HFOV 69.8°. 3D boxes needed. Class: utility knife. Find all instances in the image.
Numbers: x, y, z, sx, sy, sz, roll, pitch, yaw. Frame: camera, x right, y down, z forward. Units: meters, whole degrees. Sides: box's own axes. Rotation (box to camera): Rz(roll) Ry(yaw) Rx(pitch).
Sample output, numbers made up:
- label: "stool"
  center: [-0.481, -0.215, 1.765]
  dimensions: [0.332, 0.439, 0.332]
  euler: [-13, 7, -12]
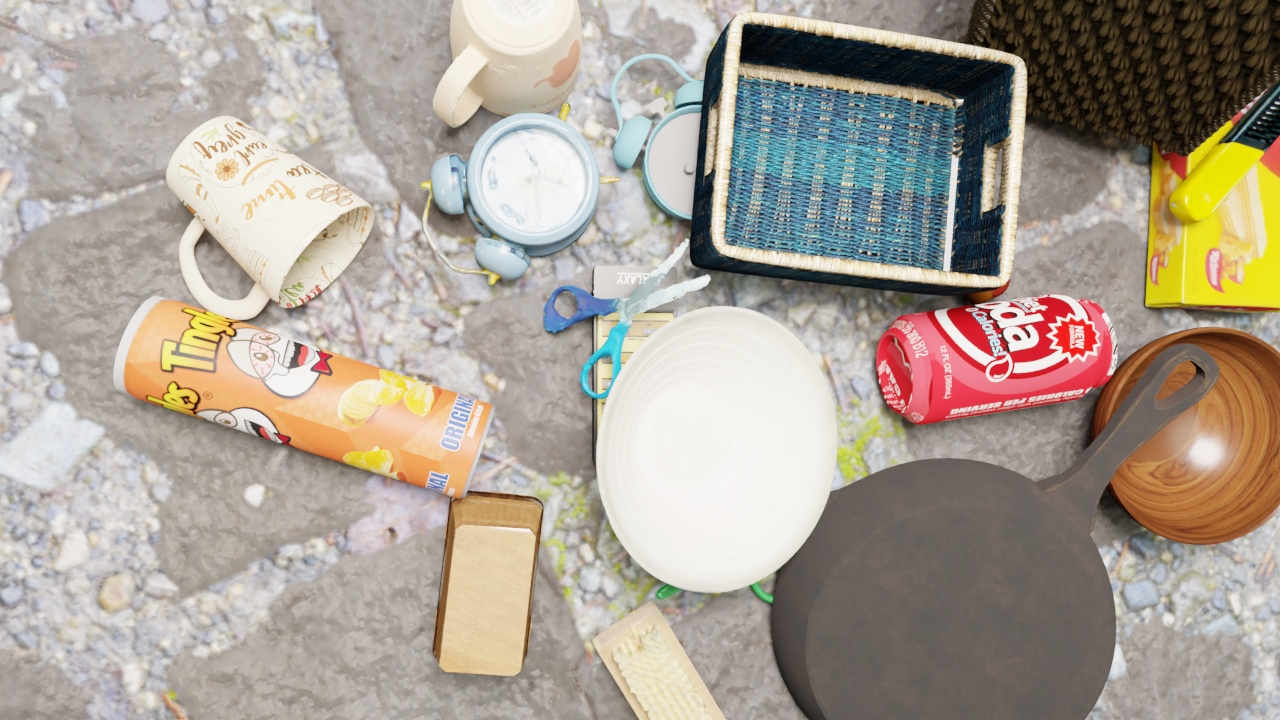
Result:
- label: "utility knife"
  center: [0.428, -0.161, 0.634]
  dimensions: [0.029, 0.020, 0.171]
  euler: [45, 86, -8]

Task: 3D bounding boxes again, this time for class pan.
- label: "pan"
  center: [0.245, 0.132, 0.595]
  dimensions: [0.248, 0.043, 0.356]
  euler: [40, 98, -4]

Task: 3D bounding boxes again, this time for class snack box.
- label: "snack box"
  center: [0.424, -0.137, 0.666]
  dimensions: [0.092, 0.042, 0.200]
  euler: [3, 90, -9]

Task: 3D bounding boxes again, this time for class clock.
- label: "clock"
  center: [0.027, -0.145, 0.605]
  dimensions: [0.087, 0.042, 0.123]
  euler: [-33, 97, -7]
- label: "clock"
  center: [-0.080, -0.104, 0.584]
  dimensions: [0.124, 0.052, 0.089]
  euler: [-35, 97, -7]

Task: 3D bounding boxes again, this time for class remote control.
- label: "remote control"
  center: [-0.004, 0.004, 0.616]
  dimensions: [0.058, 0.013, 0.133]
  euler: [-1, 91, -9]

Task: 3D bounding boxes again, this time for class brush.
- label: "brush"
  center: [0.019, 0.223, 0.609]
  dimensions: [0.049, 0.039, 0.117]
  euler: [-31, 96, -9]

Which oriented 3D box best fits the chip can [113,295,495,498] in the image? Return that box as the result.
- label: "chip can"
  center: [-0.199, 0.024, 0.562]
  dimensions: [0.210, 0.062, 0.062]
  euler: [19, 88, -8]

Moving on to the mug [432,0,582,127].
- label: "mug"
  center: [-0.084, -0.190, 0.556]
  dimensions: [0.085, 0.104, 0.111]
  euler: [40, 84, -6]

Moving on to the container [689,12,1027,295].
- label: "container"
  center: [0.130, -0.120, 0.565]
  dimensions: [0.187, 0.071, 0.145]
  euler: [5, 88, -9]

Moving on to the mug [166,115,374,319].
- label: "mug"
  center: [-0.238, -0.079, 0.560]
  dimensions: [0.097, 0.081, 0.122]
  euler: [40, 111, 0]

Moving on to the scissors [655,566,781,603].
- label: "scissors"
  center: [0.065, 0.120, 0.629]
  dimensions: [0.128, 0.012, 0.119]
  euler: [19, 87, -10]

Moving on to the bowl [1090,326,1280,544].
- label: "bowl"
  center: [0.377, 0.049, 0.646]
  dimensions: [0.147, 0.069, 0.147]
  euler: [0, 94, -4]

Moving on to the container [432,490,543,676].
- label: "container"
  center: [-0.096, 0.144, 0.579]
  dimensions: [0.063, 0.061, 0.114]
  euler: [7, 90, -9]

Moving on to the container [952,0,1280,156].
- label: "container"
  center: [0.266, -0.259, 0.502]
  dimensions: [0.205, 0.321, 0.176]
  euler: [14, 88, 14]

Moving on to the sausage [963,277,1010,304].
- label: "sausage"
  center: [0.198, -0.102, 0.633]
  dimensions: [0.155, 0.040, 0.040]
  euler: [45, 84, -7]

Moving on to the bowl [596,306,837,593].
- label: "bowl"
  center: [0.040, 0.054, 0.589]
  dimensions: [0.176, 0.058, 0.176]
  euler: [-1, 92, -28]

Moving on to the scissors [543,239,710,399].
- label: "scissors"
  center: [-0.015, -0.042, 0.576]
  dimensions: [0.135, 0.015, 0.086]
  euler: [-46, 71, 32]

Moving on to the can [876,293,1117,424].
- label: "can"
  center: [0.239, -0.002, 0.622]
  dimensions: [0.142, 0.074, 0.074]
  euler: [-8, 92, -9]
